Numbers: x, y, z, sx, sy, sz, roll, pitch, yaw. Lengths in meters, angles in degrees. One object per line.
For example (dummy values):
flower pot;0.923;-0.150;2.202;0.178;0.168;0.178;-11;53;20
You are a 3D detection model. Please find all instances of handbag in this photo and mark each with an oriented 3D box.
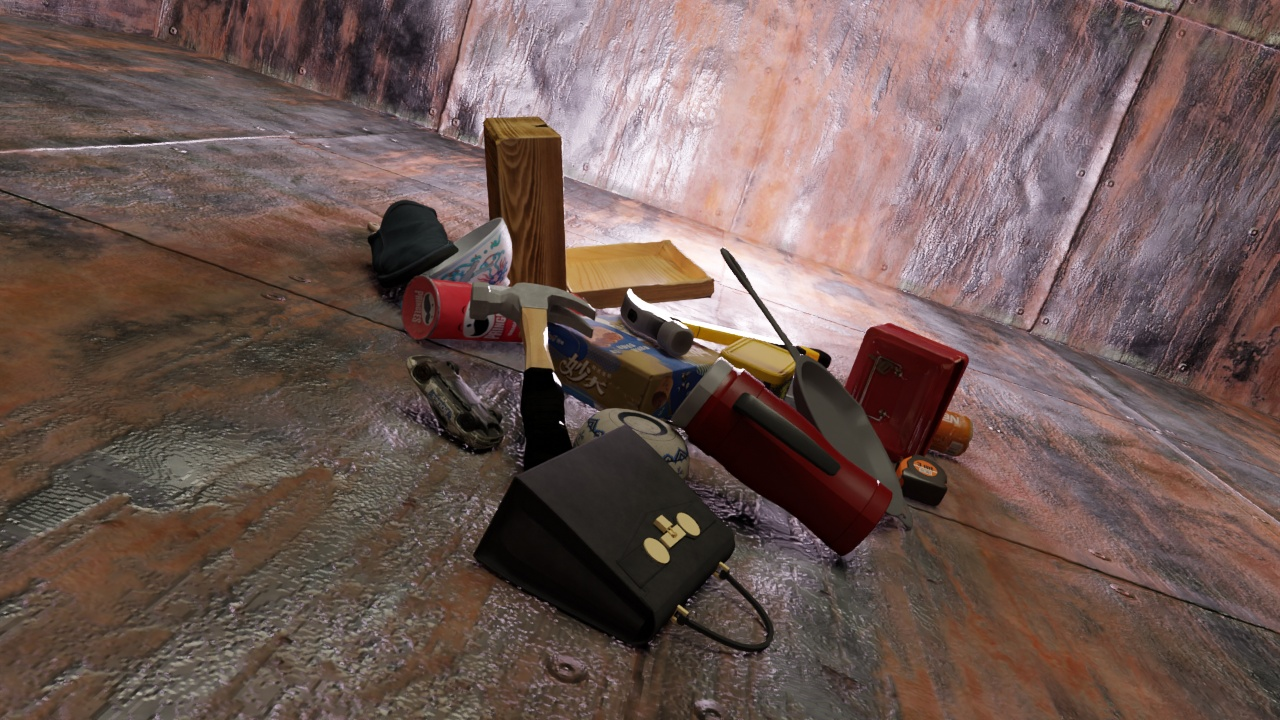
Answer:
handbag;0.013;0.148;0.675;0.196;0.072;0.175;35;20;16

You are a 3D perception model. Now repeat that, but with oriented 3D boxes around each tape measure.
tape measure;0.322;0.140;1.065;0.058;0.038;0.058;19;30;2

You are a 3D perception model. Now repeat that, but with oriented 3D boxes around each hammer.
hammer;0.119;-0.029;1.171;0.324;0.034;0.170;11;16;-33
hammer;-0.097;0.010;0.876;0.131;0.039;0.327;4;29;-12

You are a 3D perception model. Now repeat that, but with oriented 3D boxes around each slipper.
slipper;-0.313;-0.166;1.209;0.109;0.083;0.265;-28;23;-8

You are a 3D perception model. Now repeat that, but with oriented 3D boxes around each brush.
brush;-0.392;-0.187;1.402;0.038;0.012;0.151;7;18;-35

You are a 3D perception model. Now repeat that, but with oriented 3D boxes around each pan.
pan;0.180;0.031;0.975;0.354;0.024;0.216;56;23;0

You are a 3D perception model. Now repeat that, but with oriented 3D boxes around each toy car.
toy car;-0.170;0.038;0.829;0.113;0.041;0.048;46;18;16

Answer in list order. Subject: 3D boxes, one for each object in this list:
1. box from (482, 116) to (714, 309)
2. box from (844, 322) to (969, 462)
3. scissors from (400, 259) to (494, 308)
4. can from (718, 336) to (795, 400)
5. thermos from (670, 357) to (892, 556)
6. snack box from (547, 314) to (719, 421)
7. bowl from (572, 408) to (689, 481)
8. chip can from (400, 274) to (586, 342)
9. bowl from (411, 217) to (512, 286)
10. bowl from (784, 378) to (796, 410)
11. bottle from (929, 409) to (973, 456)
box;-0.071;-0.227;1.455;0.336;0.286;0.279;-4;22;-14
box;0.336;0.042;1.191;0.130;0.158;0.097;27;21;23
scissors;-0.215;-0.083;1.106;0.143;0.015;0.095;-21;-21;24
can;0.123;0.041;1.043;0.075;0.104;0.135;23;17;16
thermos;0.129;0.084;0.832;0.198;0.083;0.108;39;-16;5
snack box;-0.006;0.006;1.080;0.155;0.069;0.202;27;18;26
bowl;-0.007;0.084;0.837;0.115;0.059;0.115;17;16;-5
chip can;-0.168;-0.056;1.106;0.232;0.073;0.073;2;23;-47
bowl;-0.218;-0.114;1.197;0.074;0.144;0.144;56;5;-20
bowl;0.193;0.052;1.206;0.106;0.039;0.106;17;16;-5
bottle;0.371;0.081;1.269;0.167;0.059;0.059;19;16;1
